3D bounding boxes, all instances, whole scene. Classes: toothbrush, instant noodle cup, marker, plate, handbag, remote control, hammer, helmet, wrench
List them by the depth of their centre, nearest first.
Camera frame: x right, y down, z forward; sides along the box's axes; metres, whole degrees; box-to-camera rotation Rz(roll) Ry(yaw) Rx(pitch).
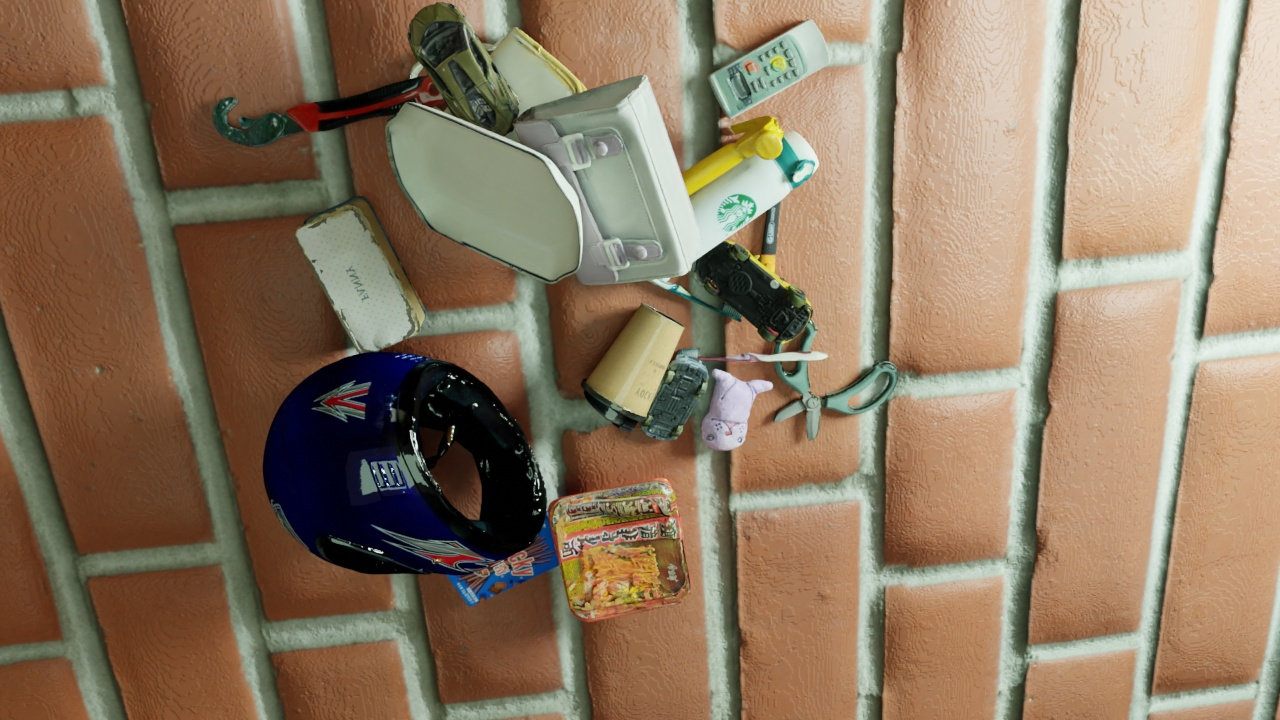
[{"bbox_3d":[-0.034,-0.180,0.961,0.145,0.098,0.197,-5,124,28],"label":"handbag"},{"bbox_3d":[-0.160,-0.181,0.968,0.266,0.034,0.162,25,140,24],"label":"plate"},{"bbox_3d":[-0.338,-0.276,1.008,0.273,0.016,0.056,-7,100,5],"label":"wrench"},{"bbox_3d":[-0.166,-0.289,1.021,0.179,0.063,0.163,42,101,-1],"label":"handbag"},{"bbox_3d":[0.147,-0.332,1.044,0.135,0.019,0.056,-28,108,5],"label":"remote control"},{"bbox_3d":[0.029,-0.186,1.048,0.301,0.128,0.033,-30,110,17],"label":"hammer"},{"bbox_3d":[-0.282,0.132,1.058,0.241,0.246,0.315,-15,142,20],"label":"helmet"},{"bbox_3d":[0.157,-0.141,1.112,0.018,0.015,0.124,2,109,-4],"label":"marker"},{"bbox_3d":[0.042,-0.091,1.120,0.191,0.016,0.018,24,95,-12],"label":"toothbrush"},{"bbox_3d":[0.139,-0.007,1.145,0.187,0.016,0.017,-1,99,4],"label":"toothbrush"},{"bbox_3d":[-0.025,0.238,1.192,0.164,0.079,0.189,-10,108,-1],"label":"instant noodle cup"}]

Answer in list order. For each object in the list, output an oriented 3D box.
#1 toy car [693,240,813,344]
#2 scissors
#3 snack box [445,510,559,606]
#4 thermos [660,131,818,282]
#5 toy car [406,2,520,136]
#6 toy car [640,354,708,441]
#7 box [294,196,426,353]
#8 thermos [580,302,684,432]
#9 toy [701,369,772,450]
[{"bbox_3d":[0.136,-0.085,1.103,0.156,0.041,0.071,38,115,5],"label":"toy car"},{"bbox_3d":[0.249,0.020,1.172,0.178,0.019,0.170,-7,108,-3],"label":"scissors"},{"bbox_3d":[-0.178,0.258,1.209,0.157,0.026,0.084,-26,115,4],"label":"snack box"},{"bbox_3d":[0.101,-0.180,1.063,0.224,0.073,0.073,-35,108,8],"label":"thermos"},{"bbox_3d":[-0.188,-0.303,0.968,0.070,0.042,0.158,-33,95,8],"label":"toy car"},{"bbox_3d":[0.042,0.048,1.155,0.054,0.036,0.121,18,118,-13],"label":"toy car"},{"bbox_3d":[-0.325,-0.102,1.064,0.090,0.061,0.184,-21,107,2],"label":"box"},{"bbox_3d":[-0.007,0.006,1.114,0.093,0.093,0.143,29,97,-13],"label":"thermos"},{"bbox_3d":[0.115,0.066,1.166,0.084,0.039,0.108,11,106,-15],"label":"toy"}]
